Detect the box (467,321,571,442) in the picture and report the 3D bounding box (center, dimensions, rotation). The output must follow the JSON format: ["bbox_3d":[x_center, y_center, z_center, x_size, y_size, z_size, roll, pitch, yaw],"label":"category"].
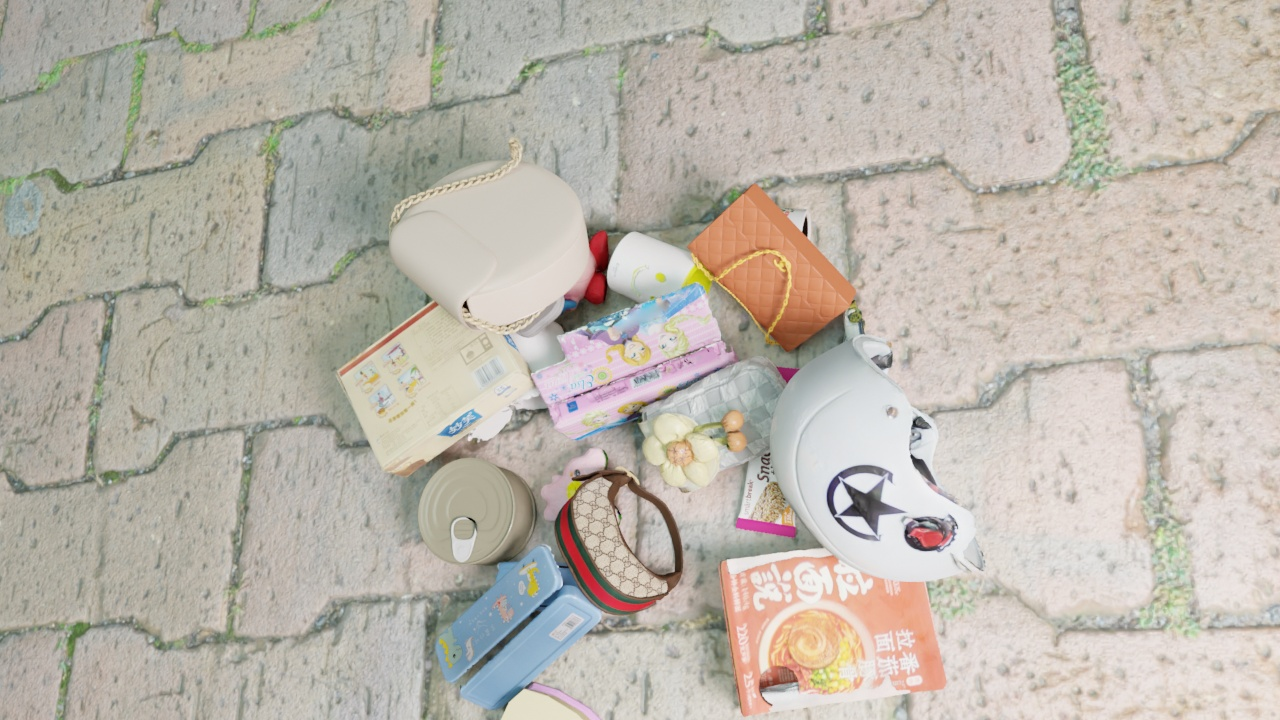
[{"bbox_3d":[-0.157,0.028,1.154,0.144,0.083,0.136,-12,74,6],"label":"box"}]

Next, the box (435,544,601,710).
[{"bbox_3d":[-0.147,0.313,1.051,0.120,0.049,0.210,46,109,3],"label":"box"}]

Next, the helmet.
[{"bbox_3d":[0.230,0.117,0.930,0.164,0.236,0.264,-28,105,18],"label":"helmet"}]

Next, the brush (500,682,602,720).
[{"bbox_3d":[-0.057,0.449,1.031,0.229,0.043,0.089,23,84,22],"label":"brush"}]

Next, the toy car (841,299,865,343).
[{"bbox_3d":[0.248,-0.016,1.054,0.033,0.048,0.105,-12,73,18],"label":"toy car"}]

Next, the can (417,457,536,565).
[{"bbox_3d":[-0.199,0.188,1.127,0.128,0.073,0.127,-4,75,16],"label":"can"}]

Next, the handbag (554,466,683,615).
[{"bbox_3d":[-0.020,0.200,1.047,0.166,0.138,0.063,59,137,17],"label":"handbag"}]

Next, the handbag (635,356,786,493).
[{"bbox_3d":[0.089,0.073,1.026,0.172,0.123,0.112,-28,96,18],"label":"handbag"}]

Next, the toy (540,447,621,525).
[{"bbox_3d":[-0.074,0.161,1.106,0.093,0.050,0.102,-12,72,5],"label":"toy"}]

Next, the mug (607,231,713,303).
[{"bbox_3d":[0.024,-0.104,1.128,0.106,0.082,0.082,26,85,22],"label":"mug"}]

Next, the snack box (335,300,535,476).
[{"bbox_3d":[-0.250,0.021,1.115,0.207,0.055,0.153,-35,67,6],"label":"snack box"}]

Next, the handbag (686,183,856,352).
[{"bbox_3d":[0.145,-0.099,1.052,0.172,0.060,0.109,46,126,-4],"label":"handbag"}]

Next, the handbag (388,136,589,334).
[{"bbox_3d":[-0.172,-0.147,1.079,0.208,0.103,0.211,-40,59,-21],"label":"handbag"}]

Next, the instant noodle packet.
[{"bbox_3d":[0.204,0.286,0.994,0.221,0.084,0.164,-8,73,3],"label":"instant noodle packet"}]

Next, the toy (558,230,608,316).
[{"bbox_3d":[-0.107,-0.106,1.183,0.131,0.097,0.124,1,82,-1],"label":"toy"}]

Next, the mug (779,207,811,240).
[{"bbox_3d":[0.153,-0.132,1.106,0.090,0.073,0.105,7,104,19],"label":"mug"}]

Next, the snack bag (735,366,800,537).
[{"bbox_3d":[0.159,0.103,1.068,0.070,0.016,0.196,6,78,20],"label":"snack bag"}]

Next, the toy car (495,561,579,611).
[{"bbox_3d":[-0.106,0.268,1.087,0.153,0.055,0.056,-3,75,17],"label":"toy car"}]

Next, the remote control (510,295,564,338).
[{"bbox_3d":[-0.143,-0.096,1.137,0.074,0.019,0.151,-39,53,15],"label":"remote control"}]

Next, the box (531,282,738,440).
[{"bbox_3d":[-0.005,0.016,1.069,0.231,0.159,0.066,-21,44,9],"label":"box"}]
